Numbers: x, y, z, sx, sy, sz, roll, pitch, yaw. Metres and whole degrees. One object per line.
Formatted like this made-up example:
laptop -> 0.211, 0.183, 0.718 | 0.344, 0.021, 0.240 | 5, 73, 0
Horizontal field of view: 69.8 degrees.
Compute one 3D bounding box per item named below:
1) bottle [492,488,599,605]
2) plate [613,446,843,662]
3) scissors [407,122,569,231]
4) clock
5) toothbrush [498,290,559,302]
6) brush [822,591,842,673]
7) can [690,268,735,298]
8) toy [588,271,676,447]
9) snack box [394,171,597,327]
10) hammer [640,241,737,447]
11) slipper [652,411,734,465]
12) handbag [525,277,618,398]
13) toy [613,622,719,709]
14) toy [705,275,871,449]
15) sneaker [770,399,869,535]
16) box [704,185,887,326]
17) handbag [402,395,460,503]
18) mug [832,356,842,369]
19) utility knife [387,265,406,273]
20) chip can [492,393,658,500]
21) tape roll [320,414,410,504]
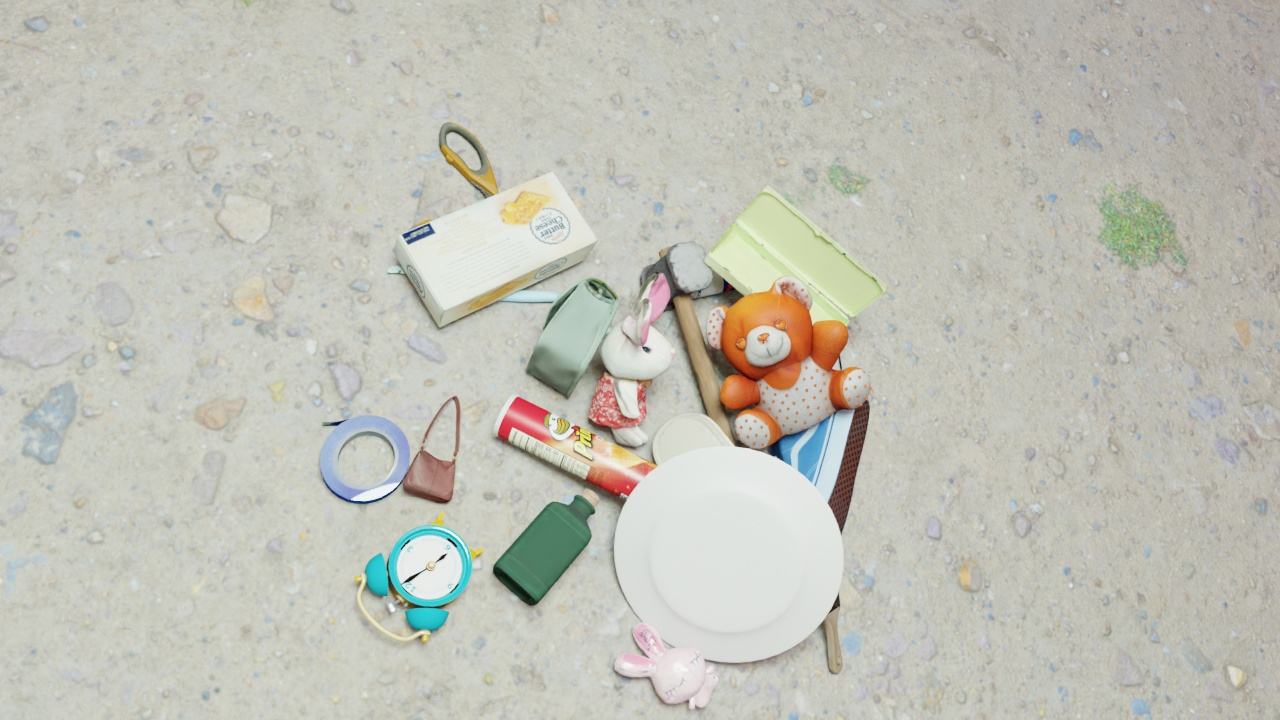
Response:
bottle -> -0.092, 0.191, 0.978 | 0.061, 0.061, 0.131 | 41, 64, 4
plate -> 0.090, 0.209, 0.966 | 0.243, 0.016, 0.242 | 2, 101, 9
scissors -> -0.198, -0.197, 1.119 | 0.224, 0.016, 0.229 | -20, 77, -23
clock -> -0.225, 0.222, 0.938 | 0.099, 0.044, 0.129 | 41, 57, 2
toothbrush -> -0.171, -0.078, 1.082 | 0.155, 0.016, 0.022 | 2, 32, -16
brush -> 0.213, 0.279, 1.033 | 0.038, 0.012, 0.151 | -10, 94, -49
can -> 0.102, -0.102, 1.163 | 0.095, 0.032, 0.032 | -13, 74, -21
toy -> -0.006, 0.006, 1.023 | 0.084, 0.158, 0.194 | 13, 108, 4
snack box -> -0.166, -0.130, 1.062 | 0.207, 0.058, 0.104 | -29, 80, -24
hammer -> 0.078, 0.020, 1.092 | 0.052, 0.098, 0.328 | -13, 82, -27
slipper -> 0.108, 0.179, 1.029 | 0.114, 0.054, 0.274 | -34, 76, 11
handbag -> -0.078, -0.027, 1.033 | 0.067, 0.122, 0.106 | 30, 67, -2
toy -> 0.030, 0.326, 0.972 | 0.110, 0.047, 0.063 | 27, 67, 3
toy -> 0.158, 0.001, 1.032 | 0.164, 0.092, 0.172 | -26, 100, 14
sneaker -> 0.194, 0.146, 1.089 | 0.098, 0.083, 0.241 | 9, 74, 35
box -> 0.179, -0.102, 1.078 | 0.188, 0.066, 0.128 | 38, 104, -4
handbag -> -0.218, 0.092, 0.998 | 0.055, 0.029, 0.119 | 27, 56, -28
mug -> 0.213, -0.010, 1.144 | 0.111, 0.079, 0.096 | 12, 64, -43
utility knife -> -0.214, -0.102, 1.080 | 0.161, 0.015, 0.022 | -2, 70, -16
chip can -> -0.055, 0.106, 1.007 | 0.215, 0.052, 0.051 | 26, 64, 4
tape roll -> -0.292, 0.105, 0.975 | 0.091, 0.016, 0.093 | -3, 71, -18
